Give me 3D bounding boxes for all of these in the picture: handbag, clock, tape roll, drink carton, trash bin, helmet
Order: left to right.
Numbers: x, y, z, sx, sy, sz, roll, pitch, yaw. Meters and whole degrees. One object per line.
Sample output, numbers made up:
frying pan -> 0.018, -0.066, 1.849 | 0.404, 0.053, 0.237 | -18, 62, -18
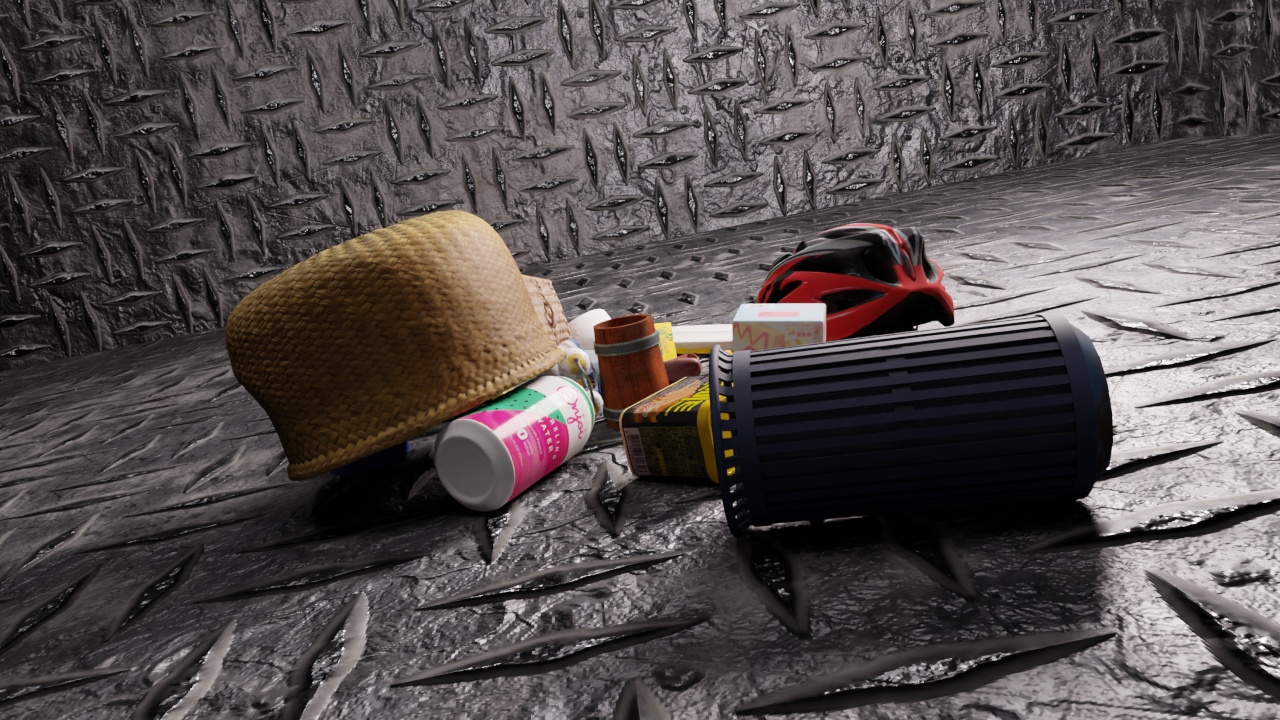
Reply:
tape roll -> -0.317, 0.108, 1.068 | 0.093, 0.016, 0.091 | -14, 13, -15
clock -> -0.080, 0.025, 1.069 | 0.051, 0.089, 0.125 | -22, 14, -23
drink carton -> 0.006, -0.007, 1.203 | 0.041, 0.058, 0.122 | -5, 14, 27
handbag -> 0.057, 0.004, 1.199 | 0.055, 0.029, 0.119 | -7, 7, 10
helmet -> 0.253, -0.078, 1.130 | 0.217, 0.167, 0.272 | -8, -2, -23
trash bin -> 0.182, 0.043, 0.645 | 0.250, 0.139, 0.139 | -7, 13, 11

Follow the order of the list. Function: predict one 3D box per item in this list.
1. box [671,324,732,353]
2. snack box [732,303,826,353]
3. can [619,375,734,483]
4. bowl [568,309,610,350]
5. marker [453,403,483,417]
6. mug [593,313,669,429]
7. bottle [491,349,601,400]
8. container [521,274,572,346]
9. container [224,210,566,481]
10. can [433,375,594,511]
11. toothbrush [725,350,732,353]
box -> 0.090, -0.034, 1.344 | 0.210, 0.023, 0.126 | -1, 17, 43
snack box -> 0.147, -0.006, 0.962 | 0.093, 0.095, 0.079 | 1, 17, 13
can -> 0.059, 0.058, 0.838 | 0.101, 0.072, 0.130 | -4, 14, 39
bowl -> -0.077, -0.020, 1.290 | 0.104, 0.054, 0.105 | -35, -13, -10
marker -> -0.262, 0.070, 1.186 | 0.124, 0.021, 0.017 | -6, 14, 9
mug -> -0.006, 0.006, 1.030 | 0.081, 0.111, 0.117 | -8, 13, 13
bottle -> -0.114, 0.029, 1.173 | 0.160, 0.046, 0.072 | -21, 15, -37
container -> -0.196, -0.027, 1.219 | 0.199, 0.113, 0.112 | -21, -4, 22
container -> -0.250, -0.023, 0.938 | 0.307, 0.196, 0.307 | -23, 5, 2
can -> -0.116, 0.074, 0.876 | 0.088, 0.088, 0.165 | -4, 14, 29
toothbrush -> 0.145, -0.003, 1.133 | 0.031, 0.031, 0.197 | -27, 15, -20
